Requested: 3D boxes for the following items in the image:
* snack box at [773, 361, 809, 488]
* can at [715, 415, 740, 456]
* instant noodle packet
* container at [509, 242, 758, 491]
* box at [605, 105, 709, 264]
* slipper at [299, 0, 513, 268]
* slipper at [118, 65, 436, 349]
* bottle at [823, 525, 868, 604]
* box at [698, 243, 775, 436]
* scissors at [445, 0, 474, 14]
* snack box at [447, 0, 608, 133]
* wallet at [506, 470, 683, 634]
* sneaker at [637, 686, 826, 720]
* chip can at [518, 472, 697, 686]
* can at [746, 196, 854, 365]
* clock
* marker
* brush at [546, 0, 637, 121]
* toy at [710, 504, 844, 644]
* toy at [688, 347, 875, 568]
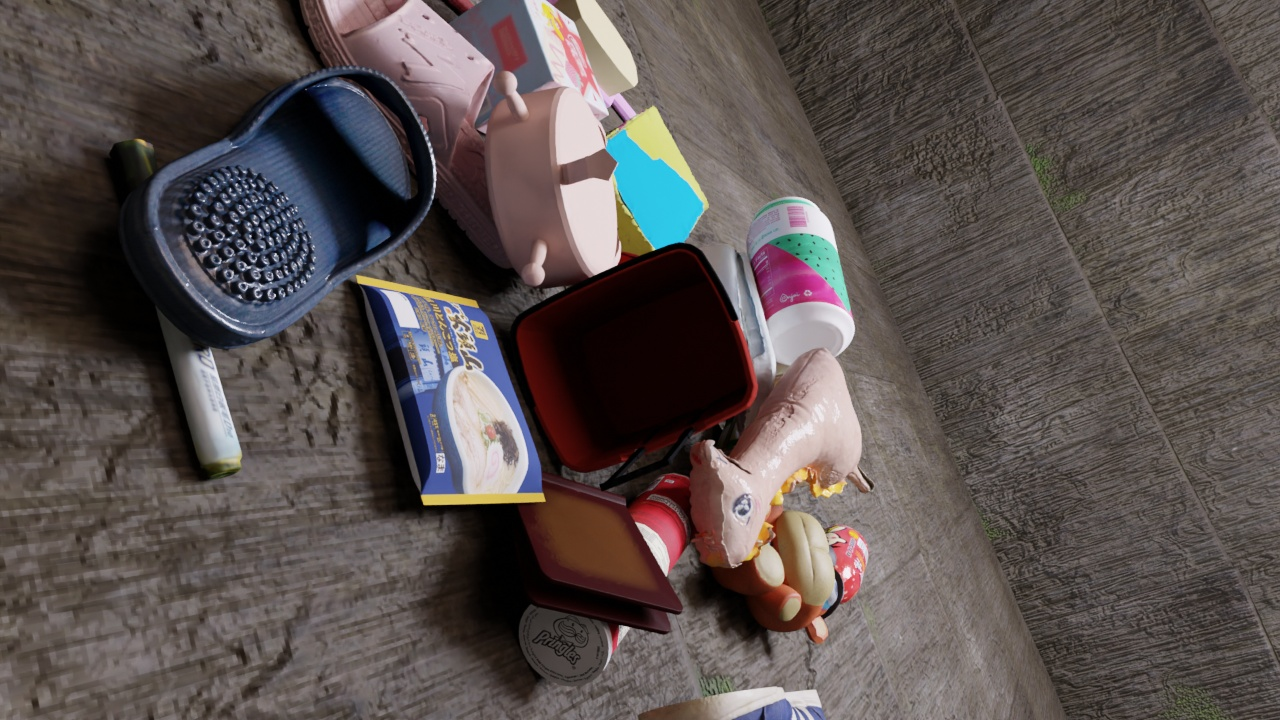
[{"bbox_3d":[0.158,0.022,1.010,0.207,0.055,0.153,64,16,-47],"label":"snack box"},{"bbox_3d":[0.105,0.087,0.862,0.067,0.067,0.120,61,22,-11],"label":"can"},{"bbox_3d":[-0.103,0.017,0.499,0.087,0.026,0.134,10,52,-53],"label":"instant noodle packet"},{"bbox_3d":[-0.004,0.003,0.594,0.127,0.148,0.200,68,13,4],"label":"container"},{"bbox_3d":[-0.015,-0.143,0.822,0.124,0.083,0.220,58,25,-16],"label":"box"},{"bbox_3d":[-0.128,-0.169,0.604,0.239,0.064,0.094,56,23,-26],"label":"slipper"},{"bbox_3d":[-0.143,-0.090,0.445,0.101,0.083,0.263,60,15,-23],"label":"slipper"},{"bbox_3d":[0.197,0.218,0.943,0.062,0.062,0.137,65,21,0],"label":"bottle"},{"bbox_3d":[0.070,-0.018,0.859,0.210,0.130,0.106,-83,164,-55],"label":"box"},{"bbox_3d":[-0.175,-0.330,0.737,0.196,0.015,0.179,48,28,-36],"label":"scissors"},{"bbox_3d":[-0.090,-0.231,0.735,0.094,0.080,0.093,8,60,-66],"label":"snack box"},{"bbox_3d":[-0.033,0.099,0.511,0.091,0.018,0.115,21,18,-27],"label":"wallet"},{"bbox_3d":[0.073,0.274,0.572,0.233,0.091,0.118,42,33,-61],"label":"sneaker"},{"bbox_3d":[-0.007,0.127,0.581,0.052,0.052,0.214,64,21,-2],"label":"chip can"},{"bbox_3d":[0.153,-0.078,0.898,0.088,0.088,0.165,45,32,-41],"label":"can"},{"bbox_3d":[-0.047,-0.118,0.626,0.160,0.086,0.131,-34,116,-82],"label":"clock"},{"bbox_3d":[-0.188,-0.023,0.372,0.017,0.017,0.146,2,66,-66],"label":"marker"},{"bbox_3d":[-0.026,-0.313,1.022,0.228,0.043,0.089,44,30,-42],"label":"brush"},{"bbox_3d":[0.117,0.175,0.779,0.176,0.096,0.112,57,21,-50],"label":"toy"},{"bbox_3d":[0.120,0.093,0.720,0.263,0.065,0.196,-49,120,-49],"label":"toy"}]
